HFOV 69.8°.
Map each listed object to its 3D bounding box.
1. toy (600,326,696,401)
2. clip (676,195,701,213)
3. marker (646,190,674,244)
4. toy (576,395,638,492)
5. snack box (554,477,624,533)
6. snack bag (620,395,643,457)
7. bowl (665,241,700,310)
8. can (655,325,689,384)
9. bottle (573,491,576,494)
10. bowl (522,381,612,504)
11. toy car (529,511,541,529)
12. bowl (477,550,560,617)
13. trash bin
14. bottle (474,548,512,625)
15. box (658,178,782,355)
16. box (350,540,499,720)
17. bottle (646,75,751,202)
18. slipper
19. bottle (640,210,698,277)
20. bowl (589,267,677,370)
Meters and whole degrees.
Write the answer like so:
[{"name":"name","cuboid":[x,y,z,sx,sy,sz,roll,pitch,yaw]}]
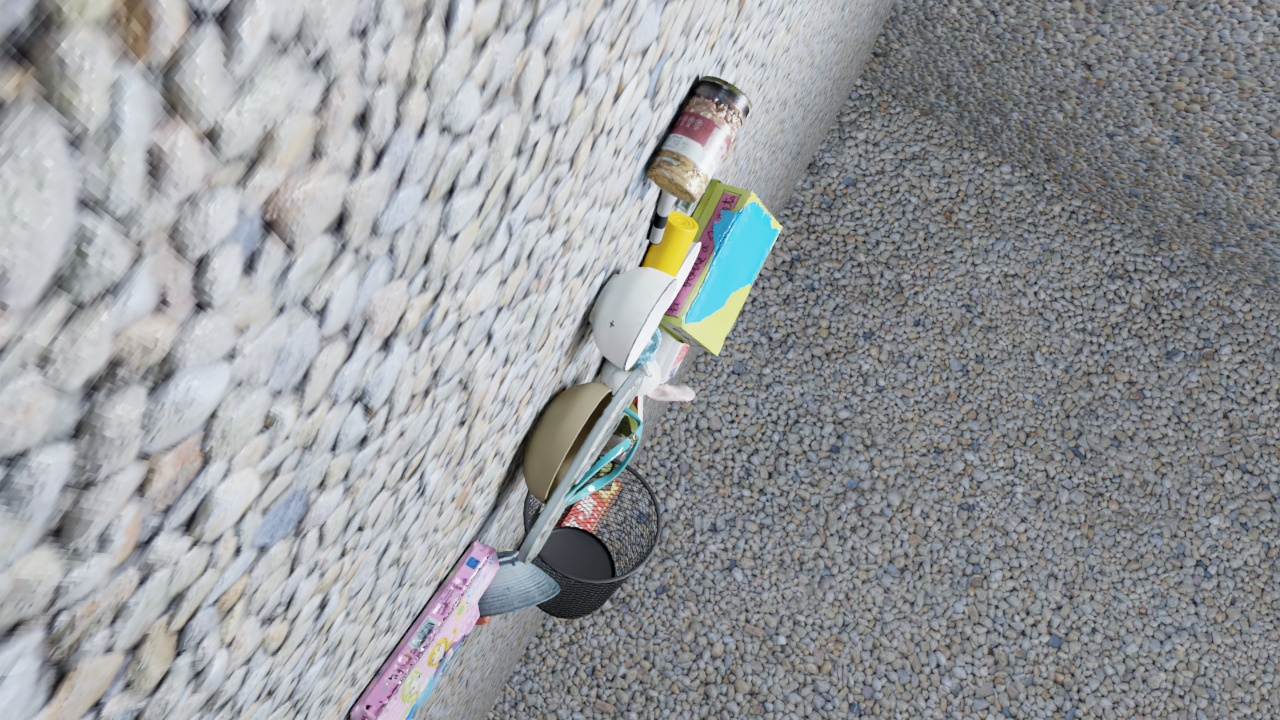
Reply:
[{"name":"toy","cuboid":[-0.007,0.007,1.223,0.105,0.131,0.205,-40,160,-3]},{"name":"clip","cuboid":[0.069,-0.216,1.104,0.059,0.023,0.076,-58,176,-39]},{"name":"marker","cuboid":[0.028,-0.173,0.990,0.016,0.016,0.141,-57,173,-30]},{"name":"toy","cuboid":[-0.058,0.124,1.366,0.153,0.078,0.179,-66,-162,8]},{"name":"snack box","cuboid":[-0.126,0.289,1.542,0.113,0.060,0.235,-37,-165,49]},{"name":"snack bag","cuboid":[-0.019,0.081,1.459,0.144,0.039,0.130,124,-30,-62]},{"name":"bowl","cuboid":[0.034,-0.115,1.196,0.109,0.040,0.110,-59,174,-11]},{"name":"can","cuboid":[0.038,-0.032,1.450,0.078,0.078,0.136,-54,171,-48]},{"name":"bottle","cuboid":[-0.117,0.208,1.520,0.030,0.030,0.112,-62,174,15]},{"name":"bowl","cuboid":[-0.092,0.086,1.050,0.152,0.050,0.152,-59,174,-11]},{"name":"toy car","cuboid":[-0.151,0.258,1.439,0.042,0.036,0.091,-54,172,-45]},{"name":"bowl","cuboid":[-0.171,0.267,1.125,0.137,0.137,0.057,-6,86,-83]},{"name":"trash bin","cuboid":[-0.085,0.261,1.290,0.183,0.184,0.211,-56,173,-35]},{"name":"bottle","cuboid":[-0.198,0.301,1.226,0.108,0.044,0.044,-56,173,-49]},{"name":"box","cuboid":[0.105,-0.132,1.306,0.124,0.081,0.221,31,82,-53]},{"name":"box","cuboid":[-0.221,0.303,0.983,0.229,0.053,0.085,-55,172,-38]},{"name":"bottle","cuboid":[0.055,-0.207,0.861,0.105,0.056,0.056,-60,174,-3]},{"name":"slipper","cuboid":[-0.051,0.122,1.057,0.268,0.055,0.098,-57,171,-21]},{"name":"bottle","cuboid":[0.022,-0.109,1.112,0.144,0.043,0.043,-64,173,33]},{"name":"bowl","cuboid":[-0.014,-0.052,0.984,0.113,0.063,0.113,-59,174,-11]}]
